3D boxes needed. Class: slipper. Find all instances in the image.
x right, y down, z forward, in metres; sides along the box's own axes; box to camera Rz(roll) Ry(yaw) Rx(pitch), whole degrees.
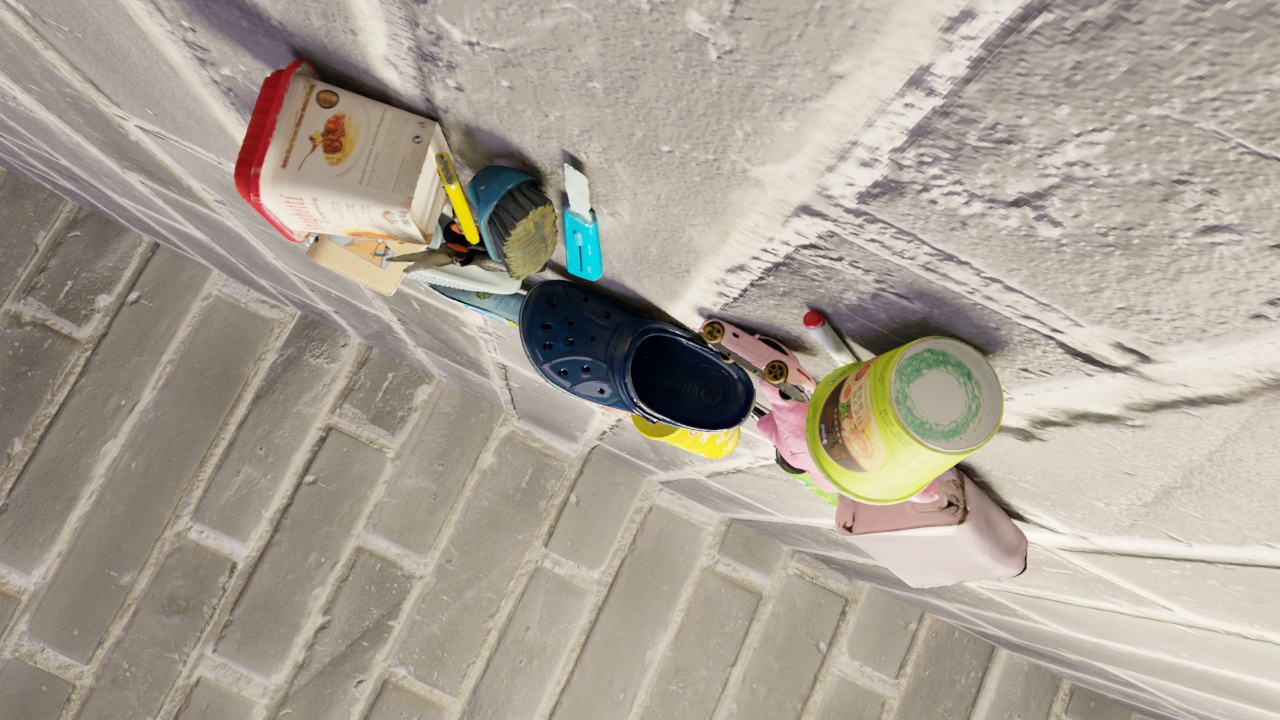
[{"bbox_3d":[-0.005,0.005,0.896,0.253,0.105,0.095,24,177,-5],"label":"slipper"},{"bbox_3d":[-0.224,-0.119,0.912,0.245,0.074,0.104,14,179,-38],"label":"slipper"}]

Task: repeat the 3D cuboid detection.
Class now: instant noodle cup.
[{"bbox_3d":[0.187,0.037,0.641,0.111,0.111,0.124,26,161,0],"label":"instant noodle cup"},{"bbox_3d":[-0.213,-0.143,0.682,0.124,0.116,0.116,13,169,0],"label":"instant noodle cup"}]

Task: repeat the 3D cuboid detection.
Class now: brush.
[{"bbox_3d":[-0.102,-0.112,0.712,0.073,0.055,0.144,48,171,6],"label":"brush"}]

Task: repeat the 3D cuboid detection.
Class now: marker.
[{"bbox_3d":[0.160,-0.002,0.726,0.017,0.017,0.145,18,167,37],"label":"marker"}]

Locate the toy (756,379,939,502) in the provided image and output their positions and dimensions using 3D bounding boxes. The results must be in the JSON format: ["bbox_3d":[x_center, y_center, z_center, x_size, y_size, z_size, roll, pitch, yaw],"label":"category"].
[{"bbox_3d":[0.200,0.090,0.903,0.195,0.074,0.179,24,156,21],"label":"toy"}]

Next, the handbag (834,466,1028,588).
[{"bbox_3d":[0.322,0.179,1.005,0.145,0.098,0.197,-6,150,40],"label":"handbag"}]

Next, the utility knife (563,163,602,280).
[{"bbox_3d":[-0.047,-0.104,0.712,0.034,0.018,0.225,25,168,4],"label":"utility knife"}]

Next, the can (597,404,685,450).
[{"bbox_3d":[0.015,0.072,1.306,0.147,0.058,0.058,27,169,-10],"label":"can"}]

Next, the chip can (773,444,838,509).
[{"bbox_3d":[0.240,0.141,1.085,0.072,0.072,0.236,16,165,42],"label":"chip can"}]

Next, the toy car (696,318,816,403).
[{"bbox_3d":[0.103,-0.004,0.803,0.122,0.037,0.056,34,173,32],"label":"toy car"}]

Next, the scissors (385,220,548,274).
[{"bbox_3d":[-0.164,-0.093,0.776,0.152,0.022,0.234,32,-162,30],"label":"scissors"}]

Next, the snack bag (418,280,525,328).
[{"bbox_3d":[-0.145,-0.062,1.031,0.191,0.039,0.110,20,-158,18],"label":"snack bag"}]

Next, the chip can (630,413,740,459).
[{"bbox_3d":[0.060,0.074,1.103,0.072,0.072,0.213,21,176,25],"label":"chip can"}]

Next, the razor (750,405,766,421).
[{"bbox_3d":[0.152,0.071,1.084,0.142,0.022,0.043,31,166,-23],"label":"razor"}]

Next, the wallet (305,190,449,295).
[{"bbox_3d":[-0.229,-0.120,0.813,0.087,0.115,0.024,30,-165,-20],"label":"wallet"}]

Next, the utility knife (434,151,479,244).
[{"bbox_3d":[-0.142,-0.123,0.709,0.156,0.015,0.033,107,141,-79],"label":"utility knife"}]
